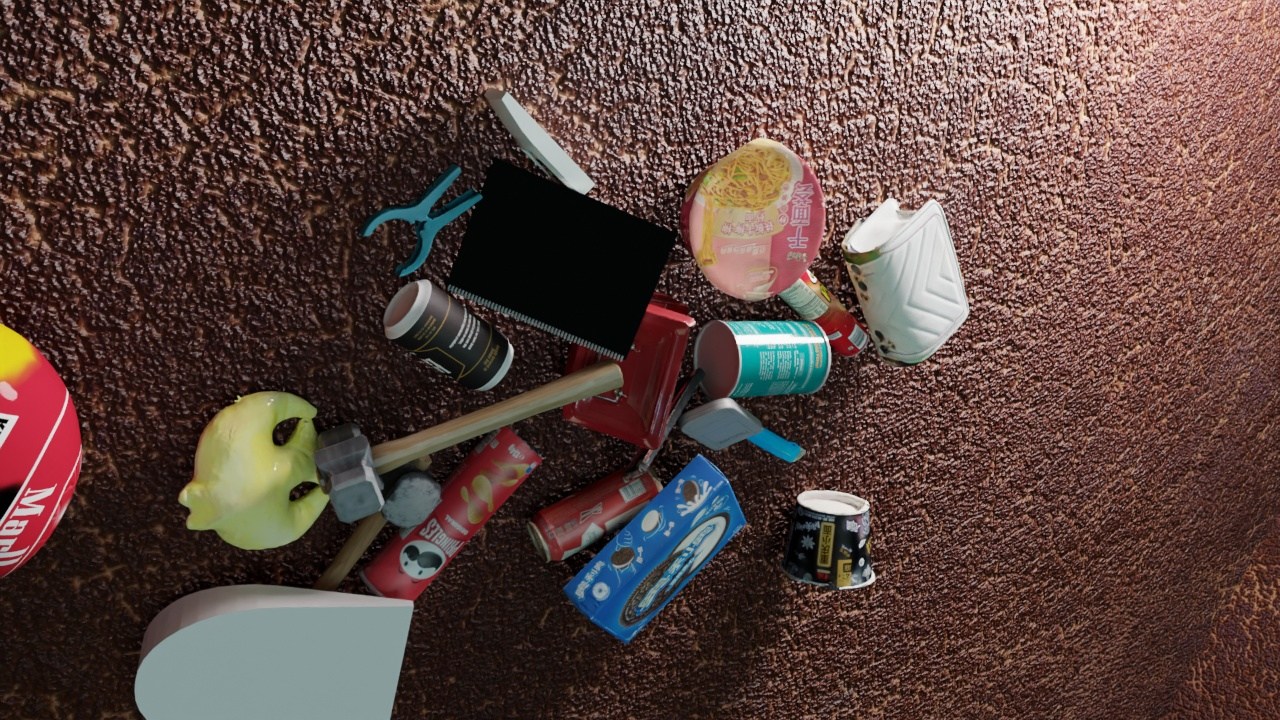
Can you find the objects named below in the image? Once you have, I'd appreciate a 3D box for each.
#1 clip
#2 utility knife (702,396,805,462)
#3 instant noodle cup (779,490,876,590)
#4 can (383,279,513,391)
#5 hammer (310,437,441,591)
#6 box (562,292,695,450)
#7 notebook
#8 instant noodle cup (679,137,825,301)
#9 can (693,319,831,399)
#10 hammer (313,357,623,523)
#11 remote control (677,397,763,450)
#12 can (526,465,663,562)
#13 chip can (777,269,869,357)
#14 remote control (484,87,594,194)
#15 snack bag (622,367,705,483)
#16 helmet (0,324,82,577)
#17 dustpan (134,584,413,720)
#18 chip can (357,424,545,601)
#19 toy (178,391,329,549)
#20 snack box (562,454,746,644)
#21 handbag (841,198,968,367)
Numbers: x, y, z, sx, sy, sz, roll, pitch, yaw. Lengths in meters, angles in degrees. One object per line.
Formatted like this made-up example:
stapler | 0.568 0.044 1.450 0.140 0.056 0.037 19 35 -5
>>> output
clip | -0.235 -0.153 0.922 0.121 0.031 0.130 28 94 -32
utility knife | 0.157 0.097 1.267 0.224 0.015 0.031 31 91 -39
instant noodle cup | 0.275 0.257 1.341 0.137 0.137 0.112 -4 102 -30
can | -0.201 -0.025 0.965 0.128 0.072 0.072 38 88 -36
hammer | -0.330 0.229 0.994 0.052 0.098 0.328 34 97 -34
box | -0.014 -0.004 1.077 0.147 0.155 0.157 18 106 8
notebook | -0.084 -0.104 0.970 0.206 0.016 0.149 22 99 -2
instant noodle cup | 0.123 -0.166 1.087 0.178 0.078 0.179 -6 106 -21
can | 0.155 -0.003 1.171 0.143 0.099 0.099 -2 111 -30
hammer | -0.171 0.065 0.947 0.322 0.117 0.051 -20 120 -15
remote control | 0.102 0.080 1.171 0.074 0.019 0.151 -25 155 16
can | -0.054 0.188 1.145 0.170 0.067 0.067 -25 121 -20
chip can | 0.227 -0.078 1.213 0.214 0.052 0.052 37 88 -36
remote control | -0.106 -0.221 0.953 0.024 0.049 0.143 -51 126 -4
snack bag | 0.030 0.079 1.123 0.018 0.075 0.155 34 69 -5
helmet | -0.574 0.086 0.714 0.224 0.197 0.271 36 97 -36
dustpan | -0.391 0.323 0.980 0.257 0.053 0.192 6 114 -24
chip can | -0.212 0.174 1.043 0.233 0.073 0.073 -47 126 -7
toy | -0.385 0.115 0.919 0.154 0.065 0.171 -28 122 -40
snack box | 0.027 0.247 1.178 0.238 0.056 0.196 -43 153 -8
handbag | 0.352 -0.105 1.244 0.141 0.096 0.198 -40 123 -22
